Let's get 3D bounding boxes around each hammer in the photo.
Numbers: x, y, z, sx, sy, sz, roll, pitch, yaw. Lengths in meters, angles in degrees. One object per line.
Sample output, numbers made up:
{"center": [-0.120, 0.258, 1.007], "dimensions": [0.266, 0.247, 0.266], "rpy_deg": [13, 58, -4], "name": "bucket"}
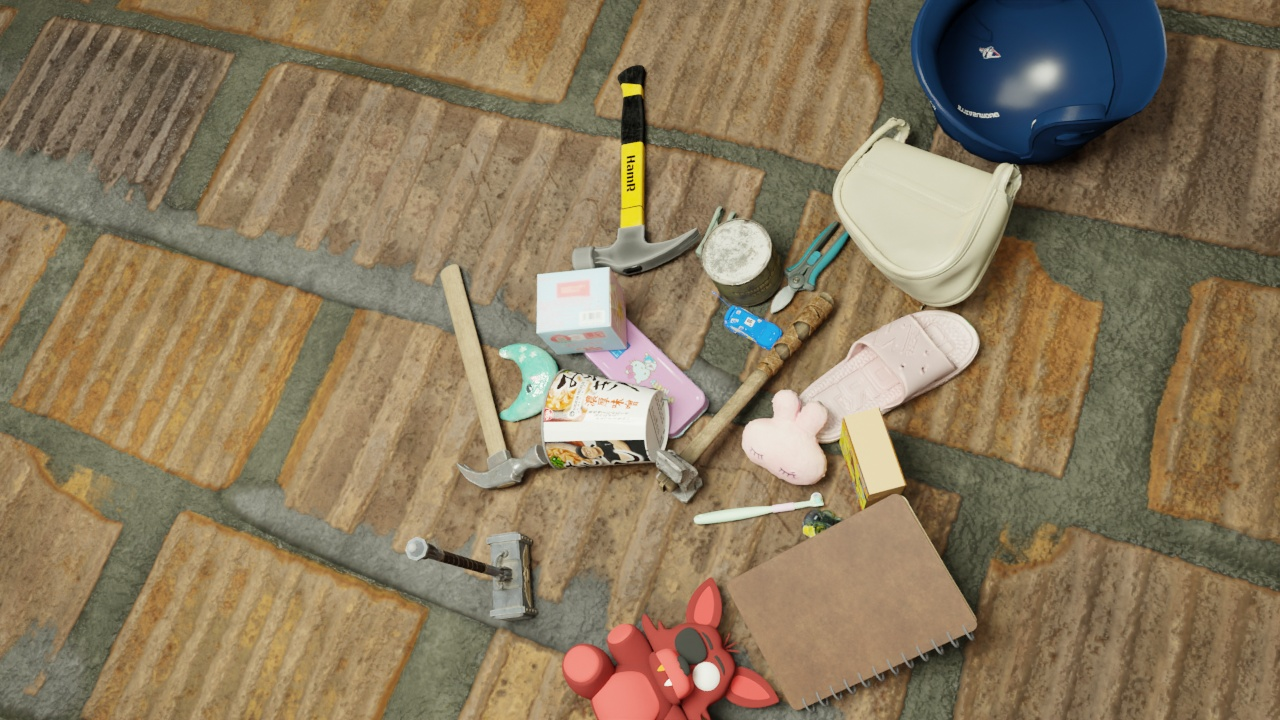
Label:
{"center": [0.129, 0.036, 1.105], "dimensions": [0.049, 0.122, 0.318], "rpy_deg": [38, 75, 19], "name": "hammer"}
{"center": [-0.006, -0.267, 1.255], "dimensions": [0.170, 0.034, 0.324], "rpy_deg": [-6, 68, 15], "name": "hammer"}
{"center": [-0.178, 0.218, 0.977], "dimensions": [0.044, 0.322, 0.098], "rpy_deg": [-9, 71, 8], "name": "hammer"}
{"center": [-0.216, 0.013, 1.200], "dimensions": [0.119, 0.030, 0.330], "rpy_deg": [-29, 66, 19], "name": "hammer"}

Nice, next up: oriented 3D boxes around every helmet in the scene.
{"center": [0.439, -0.348, 1.091], "dimensions": [0.272, 0.223, 0.232], "rpy_deg": [9, 83, -17], "name": "helmet"}

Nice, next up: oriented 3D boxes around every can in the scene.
{"center": [0.129, -0.122, 1.157], "dimensions": [0.090, 0.074, 0.089], "rpy_deg": [-7, 69, 18], "name": "can"}

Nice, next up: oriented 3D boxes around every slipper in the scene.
{"center": [0.290, 0.012, 1.094], "dimensions": [0.239, 0.064, 0.094], "rpy_deg": [-32, 69, 1], "name": "slipper"}

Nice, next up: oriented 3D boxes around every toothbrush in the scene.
{"center": [0.140, 0.179, 1.093], "dimensions": [0.155, 0.015, 0.022], "rpy_deg": [-11, 33, 7], "name": "toothbrush"}

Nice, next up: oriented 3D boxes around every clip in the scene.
{"center": [0.100, -0.167, 1.211], "dimensions": [0.044, 0.023, 0.076], "rpy_deg": [24, 80, 16], "name": "clip"}

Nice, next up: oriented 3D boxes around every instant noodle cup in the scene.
{"center": [-0.037, 0.074, 1.095], "dimensions": [0.122, 0.123, 0.123], "rpy_deg": [3, 72, 20], "name": "instant noodle cup"}

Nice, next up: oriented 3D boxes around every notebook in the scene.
{"center": [0.227, 0.267, 0.997], "dimensions": [0.226, 0.024, 0.167], "rpy_deg": [-34, 77, 21], "name": "notebook"}

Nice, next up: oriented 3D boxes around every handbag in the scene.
{"center": [0.344, -0.174, 1.112], "dimensions": [0.184, 0.132, 0.229], "rpy_deg": [-52, 46, 4], "name": "handbag"}

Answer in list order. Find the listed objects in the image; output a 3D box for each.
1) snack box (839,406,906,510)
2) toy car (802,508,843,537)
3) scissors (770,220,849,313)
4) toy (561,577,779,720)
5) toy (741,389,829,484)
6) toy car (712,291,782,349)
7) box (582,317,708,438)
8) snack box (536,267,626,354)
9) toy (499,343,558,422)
{"center": [0.259, 0.115, 1.032], "dimensions": [0.040, 0.126, 0.088], "rpy_deg": [-16, 70, 5], "name": "snack box"}
{"center": [0.236, 0.206, 1.051], "dimensions": [0.105, 0.047, 0.033], "rpy_deg": [22, 110, 18], "name": "toy car"}
{"center": [0.220, -0.116, 1.170], "dimensions": [0.138, 0.019, 0.136], "rpy_deg": [-4, 66, 17], "name": "scissors"}
{"center": [0.030, 0.352, 1.010], "dimensions": [0.197, 0.121, 0.158], "rpy_deg": [-27, 66, -8], "name": "toy"}
{"center": [0.177, 0.089, 1.084], "dimensions": [0.108, 0.053, 0.105], "rpy_deg": [25, 102, 26], "name": "toy"}
{"center": [0.131, -0.053, 1.145], "dimensions": [0.092, 0.062, 0.033], "rpy_deg": [29, 79, 18], "name": "toy car"}
{"center": [-0.007, 0.007, 1.169], "dimensions": [0.076, 0.033, 0.214], "rpy_deg": [-45, 70, -3], "name": "box"}
{"center": [-0.071, -0.060, 1.133], "dimensions": [0.093, 0.095, 0.079], "rpy_deg": [-5, 72, 11], "name": "snack box"}
{"center": [-0.146, 0.026, 1.191], "dimensions": [0.085, 0.033, 0.105], "rpy_deg": [-7, 72, 20], "name": "toy"}
